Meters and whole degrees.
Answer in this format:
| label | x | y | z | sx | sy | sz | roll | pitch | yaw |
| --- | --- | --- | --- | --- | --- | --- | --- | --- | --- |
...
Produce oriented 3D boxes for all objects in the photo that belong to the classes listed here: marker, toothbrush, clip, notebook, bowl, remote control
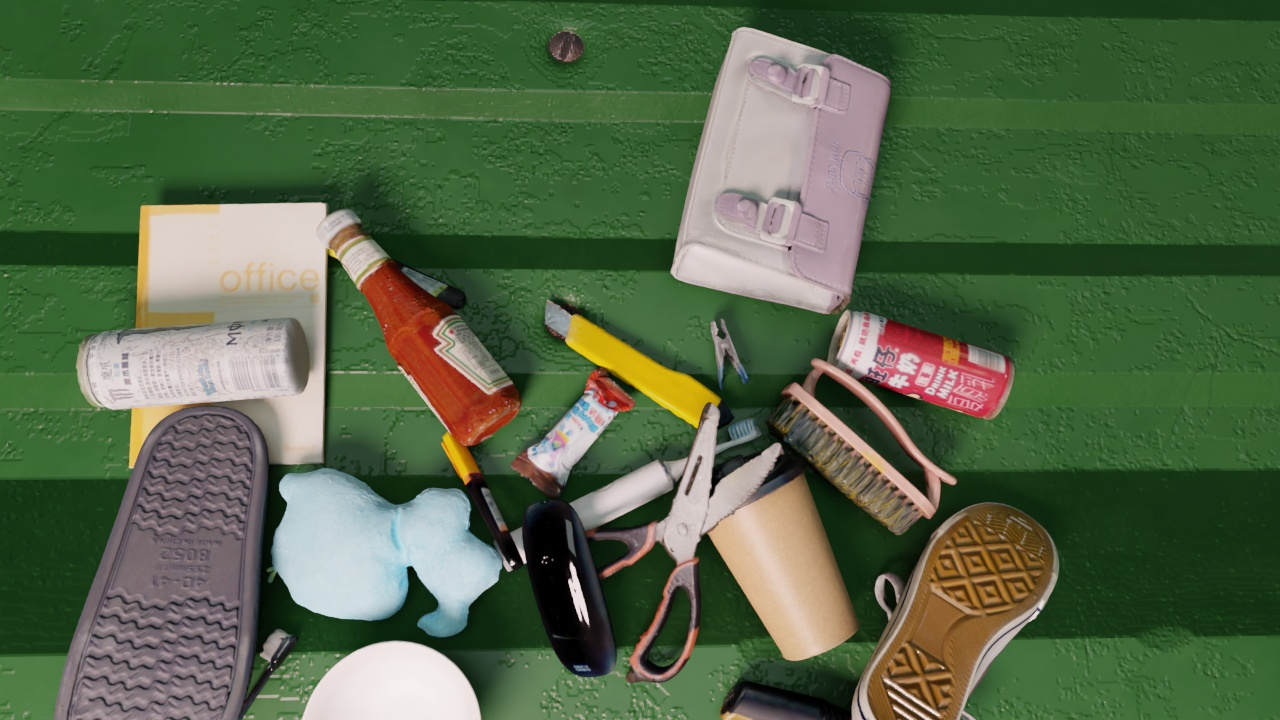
| label | x | y | z | sx | sy | sz | roll | pitch | yaw |
| --- | --- | --- | --- | --- | --- | --- | --- | --- | --- |
| marker | -0.118 | 0.102 | 0.680 | 0.015 | 0.018 | 0.124 | -42 | 62 | 15 |
| marker | -0.197 | -0.071 | 0.735 | 0.124 | 0.015 | 0.018 | 23 | 77 | 1 |
| toothbrush | -0.006 | 0.099 | 0.698 | 0.221 | 0.027 | 0.026 | -25 | 92 | -9 |
| clip | 0.067 | -0.006 | 0.731 | 0.044 | 0.027 | 0.058 | -12 | 77 | 1 |
| notebook | -0.316 | -0.022 | 0.709 | 0.146 | 0.010 | 0.206 | -1 | 82 | -3 |
| bowl | -0.165 | 0.253 | 0.631 | 0.118 | 0.065 | 0.118 | 1 | 76 | -3 |
| toothbrush | -0.300 | 0.272 | 0.644 | 0.018 | 0.016 | 0.180 | 28 | 75 | 10 |
| remote control | -0.053 | 0.167 | 0.657 | 0.053 | 0.024 | 0.136 | -13 | 96 | 22 |

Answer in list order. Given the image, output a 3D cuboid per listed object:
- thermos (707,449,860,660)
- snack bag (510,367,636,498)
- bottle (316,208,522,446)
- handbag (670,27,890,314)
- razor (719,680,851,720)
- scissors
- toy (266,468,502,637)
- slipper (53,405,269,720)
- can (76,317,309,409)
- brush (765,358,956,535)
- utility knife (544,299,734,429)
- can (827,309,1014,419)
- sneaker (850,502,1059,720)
| label | x | y | z | sx | sy | sz | roll | pitch | yaw |
| --- | --- | --- | --- | --- | --- | --- | --- | --- | --- |
| thermos | 0.100 | 0.138 | 0.669 | 0.093 | 0.093 | 0.143 | -26 | 88 | -9 |
| snack bag | -0.050 | 0.055 | 0.707 | 0.045 | 0.026 | 0.105 | 40 | 79 | 3 |
| bottle | -0.173 | -0.028 | 0.699 | 0.059 | 0.060 | 0.206 | -38 | 84 | -12 |
| handbag | 0.116 | -0.150 | 0.736 | 0.145 | 0.098 | 0.196 | 15 | 76 | -6 |
| razor | 0.139 | 0.274 | 0.657 | 0.167 | 0.062 | 0.068 | 18 | 107 | 6 |
| scissors | 0.016 | 0.134 | 0.645 | 0.225 | 0.015 | 0.189 | -16 | 95 | 24 |
| toy | -0.193 | 0.139 | 0.665 | 0.156 | 0.050 | 0.161 | -29 | 84 | -6 |
| slipper | -0.317 | 0.166 | 0.642 | 0.110 | 0.083 | 0.267 | 7 | 63 | -13 |
| can | -0.322 | 0.002 | 0.670 | 0.146 | 0.058 | 0.058 | -4 | 76 | -4 |
| brush | 0.168 | 0.067 | 0.699 | 0.145 | 0.063 | 0.073 | 41 | 87 | 6 |
| utility knife | -0.004 | 0.004 | 0.728 | 0.177 | 0.015 | 0.033 | 32 | 71 | 6 |
| can | 0.218 | 0.002 | 0.722 | 0.133 | 0.053 | 0.053 | 17 | 76 | 1 |
| sneaker | 0.217 | 0.197 | 0.657 | 0.118 | 0.088 | 0.240 | 35 | 51 | 19 |
